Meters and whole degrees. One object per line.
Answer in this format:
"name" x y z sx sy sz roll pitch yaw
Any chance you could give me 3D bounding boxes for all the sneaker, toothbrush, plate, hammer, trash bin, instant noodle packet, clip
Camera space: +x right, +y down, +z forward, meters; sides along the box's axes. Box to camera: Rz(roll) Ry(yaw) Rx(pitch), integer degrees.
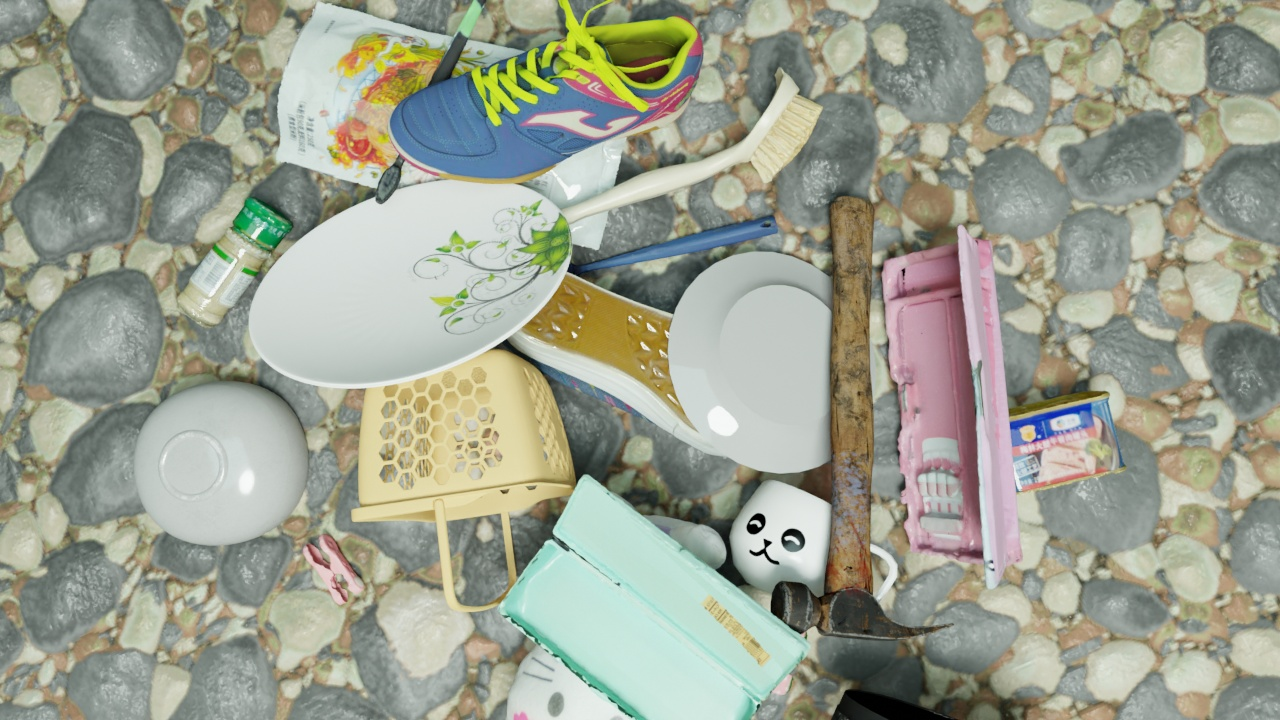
"sneaker" -0.004 0.004 0.708 0.235 0.079 0.087 27 69 -12
"toothbrush" 0.016 -0.088 0.735 0.190 0.017 0.016 -13 87 3
"plate" 0.106 -0.003 0.690 0.172 0.019 0.172 4 76 -17
"hammer" 0.160 0.032 0.663 0.120 0.033 0.329 9 70 -10
"sneaker" -0.069 -0.207 0.677 0.241 0.091 0.116 -19 79 -14
"trash bin" 0.183 0.372 0.617 0.217 0.217 0.243 18 82 4
"toothbrush" -0.160 -0.205 0.707 0.014 0.017 0.188 26 86 -17
"instant noodle packet" -0.146 -0.191 0.735 0.269 0.057 0.147 14 90 -1
"plate" -0.158 -0.053 0.650 0.229 0.030 0.228 -7 43 6
"clip" -0.254 0.172 0.739 0.041 0.023 0.059 -42 87 -2

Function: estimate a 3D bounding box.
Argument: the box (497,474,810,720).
"box" 0.007 0.178 0.626 0.187 0.056 0.138 37 104 11

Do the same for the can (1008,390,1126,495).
"can" 0.306 0.062 0.692 0.100 0.054 0.059 -13 89 3

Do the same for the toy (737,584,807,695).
"toy" 0.074 0.213 0.705 0.112 0.050 0.087 28 89 -1

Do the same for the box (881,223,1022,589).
"box" 0.231 0.030 0.644 0.075 0.173 0.233 -4 88 -2

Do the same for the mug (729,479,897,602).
"mug" 0.125 0.143 0.673 0.124 0.090 0.076 21 79 32

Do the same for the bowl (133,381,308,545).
"bowl" -0.338 0.082 0.726 0.132 0.064 0.131 0 87 4

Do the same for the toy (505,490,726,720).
"toy" -0.023 0.209 0.691 0.138 0.085 0.209 18 87 7

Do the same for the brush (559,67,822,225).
"brush" 0.016 -0.143 0.713 0.272 0.062 0.077 -24 78 1

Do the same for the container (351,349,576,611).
"container" -0.113 0.091 0.654 0.129 0.183 0.167 -9 79 3

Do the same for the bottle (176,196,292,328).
"bottle" -0.330 -0.079 0.745 0.042 0.042 0.110 37 92 5
